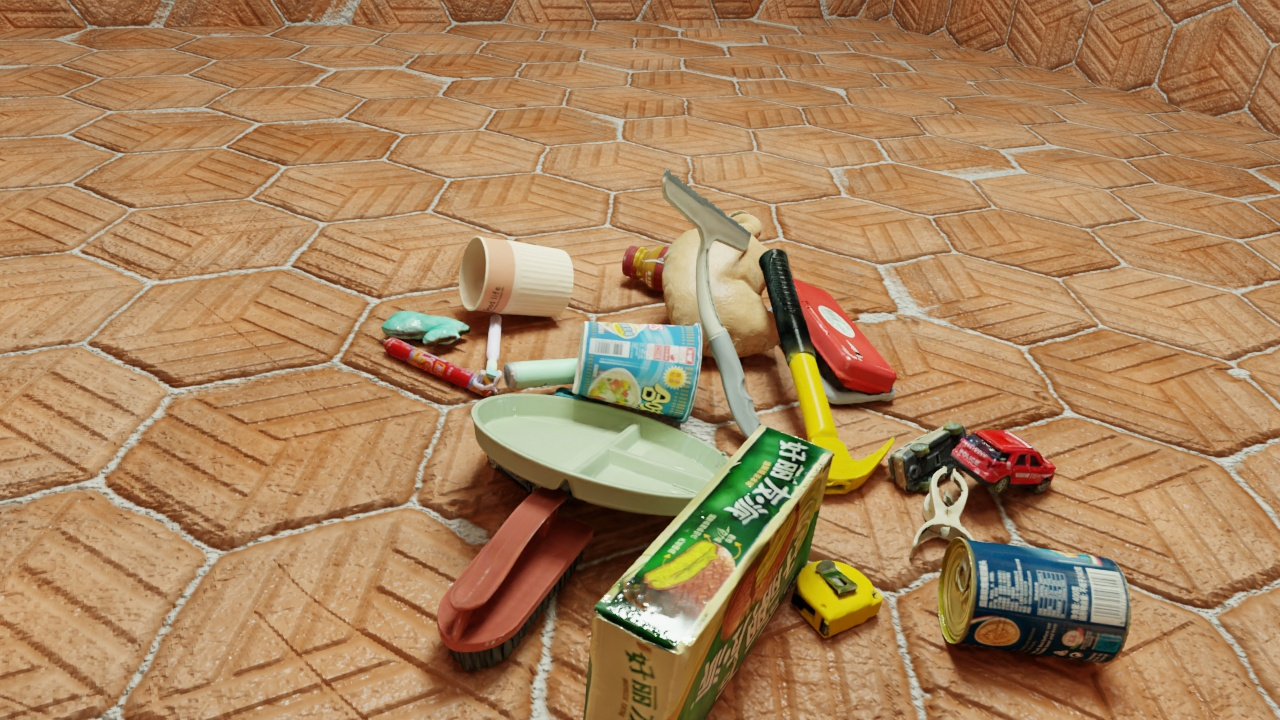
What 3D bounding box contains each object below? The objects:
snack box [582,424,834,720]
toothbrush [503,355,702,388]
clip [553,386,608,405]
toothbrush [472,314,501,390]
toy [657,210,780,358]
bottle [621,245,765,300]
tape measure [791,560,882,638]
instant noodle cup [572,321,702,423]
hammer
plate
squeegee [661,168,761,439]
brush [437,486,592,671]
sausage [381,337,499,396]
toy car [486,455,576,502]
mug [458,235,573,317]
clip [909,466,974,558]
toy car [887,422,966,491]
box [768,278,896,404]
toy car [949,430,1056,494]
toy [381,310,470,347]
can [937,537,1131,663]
[{"bbox_3d":[0.052,0.149,0.620,0.063,0.115,0.239,21,33,24],"label":"snack box"},{"bbox_3d":[-0.032,0.009,0.930,0.224,0.027,0.026,-3,44,-30],"label":"toothbrush"},{"bbox_3d":[-0.059,0.039,0.898,0.056,0.014,0.041,10,29,10],"label":"clip"},{"bbox_3d":[-0.154,-0.014,0.949,0.029,0.021,0.189,-17,22,0],"label":"toothbrush"},{"bbox_3d":[0.091,-0.101,1.036,0.143,0.083,0.225,13,55,-11],"label":"toy"},{"bbox_3d":[0.063,-0.103,1.122,0.175,0.058,0.057,16,31,19],"label":"bottle"},{"bbox_3d":[0.144,0.172,0.681,0.060,0.029,0.057,-12,33,-28],"label":"tape measure"},{"bbox_3d":[-0.005,0.005,0.869,0.110,0.099,0.099,9,29,-7],"label":"instant noodle cup"},{"bbox_3d":[0.158,0.001,0.895,0.128,0.033,0.300,5,47,-14],"label":"hammer"},{"bbox_3d":[-0.028,0.075,0.756,0.230,0.027,0.230,14,9,-3],"label":"plate"},{"bbox_3d":[0.079,-0.031,0.882,0.039,0.246,0.246,-15,-11,22],"label":"squeegee"},{"bbox_3d":[-0.091,0.149,0.643,0.063,0.069,0.145,15,31,18],"label":"brush"},{"bbox_3d":[-0.205,0.006,0.926,0.156,0.020,0.020,21,33,26],"label":"sausage"},{"bbox_3d":[-0.090,0.088,0.789,0.048,0.031,0.106,-19,36,-39],"label":"toy car"},{"bbox_3d":[-0.147,-0.089,1.040,0.105,0.081,0.115,4,-13,-31],"label":"mug"},{"bbox_3d":[0.258,0.132,0.767,0.064,0.034,0.098,11,35,9],"label":"clip"},{"bbox_3d":[0.265,0.086,0.837,0.090,0.042,0.035,-22,20,-30],"label":"toy car"},{"bbox_3d":[0.207,-0.014,1.016,0.090,0.068,0.201,17,25,-23],"label":"box"},{"bbox_3d":[0.328,0.089,0.818,0.120,0.045,0.053,10,25,-41],"label":"toy car"},{"bbox_3d":[-0.230,-0.033,0.977,0.092,0.030,0.096,6,17,3],"label":"toy"},{"bbox_3d":[0.279,0.172,0.656,0.111,0.075,0.075,7,30,3],"label":"can"}]
